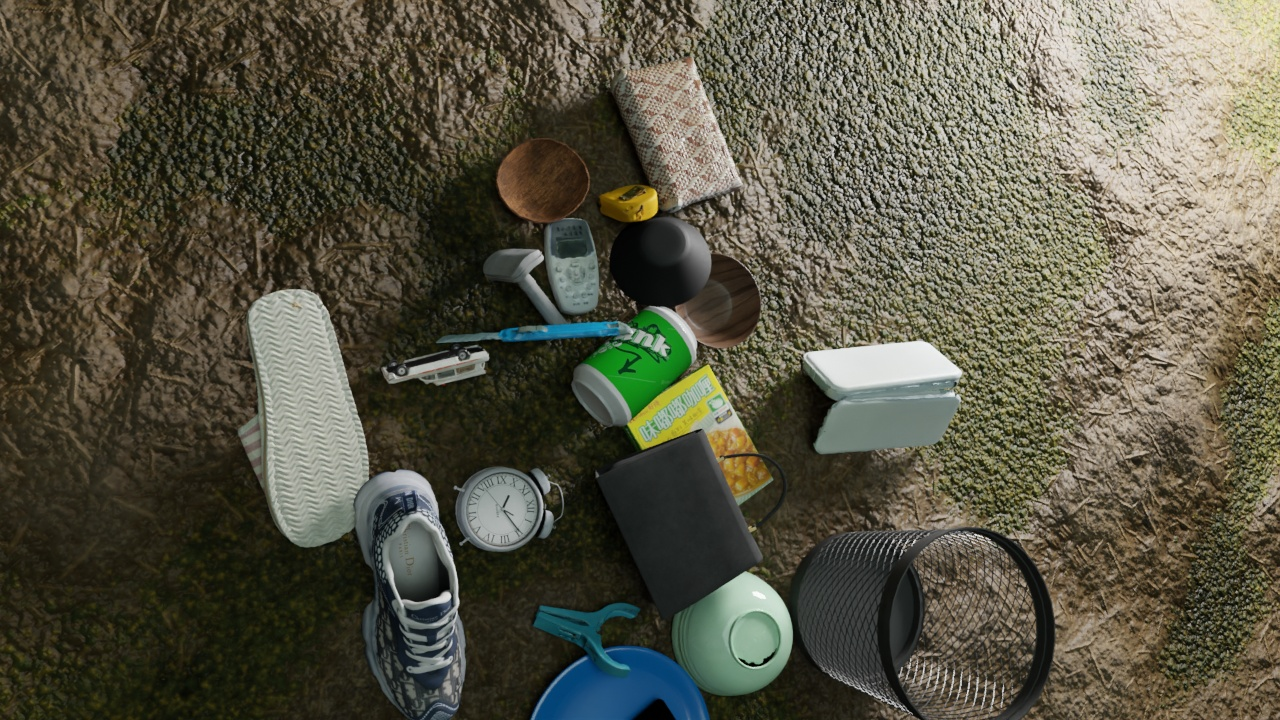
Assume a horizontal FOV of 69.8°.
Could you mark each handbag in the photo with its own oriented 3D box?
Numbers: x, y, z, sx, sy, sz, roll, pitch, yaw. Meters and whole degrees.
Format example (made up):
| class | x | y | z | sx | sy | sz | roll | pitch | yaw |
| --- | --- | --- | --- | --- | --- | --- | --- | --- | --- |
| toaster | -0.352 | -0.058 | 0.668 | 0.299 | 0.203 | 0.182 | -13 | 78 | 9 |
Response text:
| class | x | y | z | sx | sy | sz | roll | pitch | yaw |
| --- | --- | --- | --- | --- | --- | --- | --- | --- | --- |
| handbag | 0.043 | -0.283 | 1.147 | 0.123 | 0.047 | 0.186 | -22 | 91 | -30 |
| handbag | 0.074 | 0.167 | 1.051 | 0.195 | 0.072 | 0.176 | -25 | 92 | -2 |

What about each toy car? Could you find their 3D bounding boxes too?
| class | x | y | z | sx | sy | sz | roll | pitch | yaw |
| --- | --- | --- | --- | --- | --- | --- | --- | --- | --- |
| toy car | -0.225 | 0.010 | 1.011 | 0.113 | 0.039 | 0.039 | -16 | 110 | -21 |

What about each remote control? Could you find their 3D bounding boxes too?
| class | x | y | z | sx | sy | sz | roll | pitch | yaw |
| --- | --- | --- | --- | --- | --- | --- | --- | --- | --- |
| remote control | -0.081 | -0.111 | 1.085 | 0.060 | 0.028 | 0.114 | -5 | 84 | -22 |
| remote control | -0.024 | 0.437 | 1.014 | 0.149 | 0.013 | 0.034 | -34 | 96 | -21 |

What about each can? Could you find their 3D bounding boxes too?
| class | x | y | z | sx | sy | sz | roll | pitch | yaw |
| --- | --- | --- | --- | --- | --- | --- | --- | --- | --- |
| can | -0.006 | 0.006 | 1.066 | 0.139 | 0.088 | 0.088 | -42 | 98 | -21 |

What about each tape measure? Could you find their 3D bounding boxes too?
| class | x | y | z | sx | sy | sz | roll | pitch | yaw |
| --- | --- | --- | --- | --- | --- | --- | --- | --- | --- |
| tape measure | -0.008 | -0.190 | 1.104 | 0.058 | 0.068 | 0.030 | -31 | 130 | -27 |

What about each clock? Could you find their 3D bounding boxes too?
| class | x | y | z | sx | sy | sz | roll | pitch | yaw |
| --- | --- | --- | --- | --- | --- | --- | --- | --- | --- |
| clock | -0.145 | 0.164 | 1.020 | 0.122 | 0.035 | 0.094 | -5 | 85 | -20 |

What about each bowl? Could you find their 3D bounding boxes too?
| class | x | y | z | sx | sy | sz | roll | pitch | yaw |
| --- | --- | --- | --- | --- | --- | --- | --- | --- | --- |
| bowl | -0.117 | -0.207 | 1.083 | 0.102 | 0.026 | 0.114 | 46 | 67 | 1 |
| bowl | 0.119 | 0.323 | 1.079 | 0.150 | 0.077 | 0.150 | 3 | 81 | -20 |
| bowl | 0.025 | -0.130 | 1.092 | 0.124 | 0.053 | 0.124 | 1 | 71 | -2 |
| bowl | 0.090 | -0.072 | 1.143 | 0.119 | 0.032 | 0.119 | 3 | 82 | -21 |

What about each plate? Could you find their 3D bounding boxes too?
| class | x | y | z | sx | sy | sz | roll | pitch | yaw |
| --- | --- | --- | --- | --- | --- | --- | --- | --- | --- |
| plate | -0.026 | 0.436 | 1.036 | 0.224 | 0.024 | 0.224 | 3 | 82 | -21 |

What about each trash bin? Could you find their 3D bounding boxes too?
| class | x | y | z | sx | sy | sz | roll | pitch | yaw |
| --- | --- | --- | --- | --- | --- | --- | --- | --- | --- |
| trash bin | 0.313 | 0.300 | 1.074 | 0.217 | 0.228 | 0.217 | 3 | 82 | -21 |

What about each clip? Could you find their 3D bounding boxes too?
| class | x | y | z | sx | sy | sz | roll | pitch | yaw |
| --- | --- | --- | --- | --- | --- | --- | --- | --- | --- |
| clip | -0.045 | 0.299 | 1.037 | 0.122 | 0.033 | 0.120 | 40 | 48 | 19 |

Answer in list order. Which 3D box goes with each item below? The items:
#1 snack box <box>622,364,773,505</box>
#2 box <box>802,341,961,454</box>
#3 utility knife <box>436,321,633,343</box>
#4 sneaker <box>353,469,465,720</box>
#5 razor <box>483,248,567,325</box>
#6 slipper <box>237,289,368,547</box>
| class | x | y | z | sx | sy | sz | roll | pitch | yaw |
| --- | --- | --- | --- | --- | --- | --- | --- | --- | --- |
| snack box | 0.069 | 0.110 | 1.114 | 0.131 | 0.027 | 0.168 | -32 | 95 | -21 |
| box | 0.307 | 0.043 | 1.209 | 0.210 | 0.105 | 0.129 | 0 | 124 | -24 |
| utility knife | -0.119 | -0.030 | 1.035 | 0.220 | 0.031 | 0.015 | -5 | 119 | -4 |
| sneaker | -0.222 | 0.249 | 0.920 | 0.103 | 0.132 | 0.269 | -10 | 95 | -24 |
| razor | -0.119 | -0.074 | 1.051 | 0.047 | 0.088 | 0.116 | -47 | 119 | -20 |
| slipper | -0.350 | 0.059 | 0.940 | 0.114 | 0.052 | 0.263 | -11 | 100 | -32 |
